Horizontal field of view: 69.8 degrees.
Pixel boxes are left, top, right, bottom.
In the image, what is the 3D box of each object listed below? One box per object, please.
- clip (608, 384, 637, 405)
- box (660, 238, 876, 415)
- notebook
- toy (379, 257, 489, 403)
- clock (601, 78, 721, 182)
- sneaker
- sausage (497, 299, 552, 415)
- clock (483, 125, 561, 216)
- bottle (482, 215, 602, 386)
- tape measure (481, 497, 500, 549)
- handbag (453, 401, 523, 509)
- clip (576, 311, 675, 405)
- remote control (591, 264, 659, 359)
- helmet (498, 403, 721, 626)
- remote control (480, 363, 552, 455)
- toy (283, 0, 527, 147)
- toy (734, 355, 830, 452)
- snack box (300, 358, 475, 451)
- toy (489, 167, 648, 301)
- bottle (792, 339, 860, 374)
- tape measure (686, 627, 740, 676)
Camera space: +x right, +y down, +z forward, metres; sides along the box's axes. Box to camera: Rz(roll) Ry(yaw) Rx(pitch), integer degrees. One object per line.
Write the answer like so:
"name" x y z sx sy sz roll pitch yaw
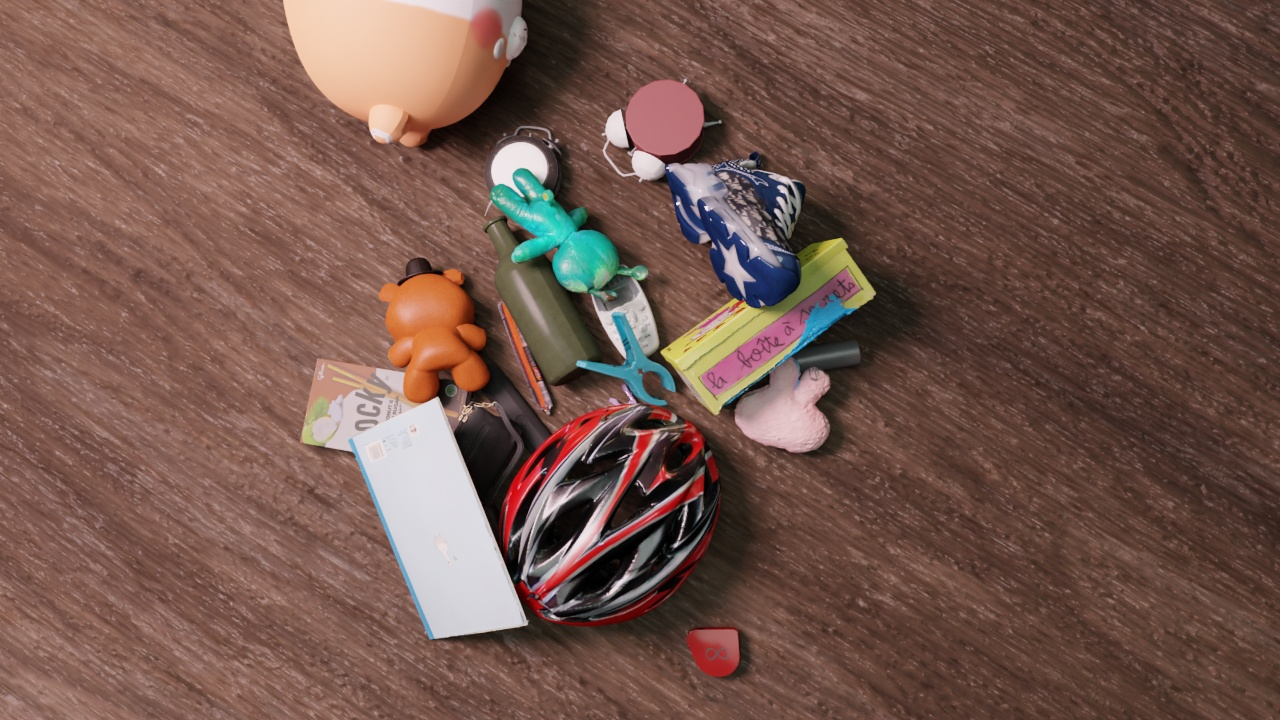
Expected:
"clip" -0.011 0.048 1.070 0.051 0.014 0.045 16 82 10
"box" 0.137 -0.041 1.009 0.221 0.124 0.080 -38 98 1
"notebook" -0.226 0.180 1.002 0.182 0.009 0.253 -21 91 40
"toy" -0.239 -0.041 1.057 0.112 0.096 0.176 -12 77 -11
"clock" 0.020 -0.273 1.088 0.137 0.048 0.096 -38 82 -1
"sneaker" 0.126 -0.157 0.987 0.132 0.269 0.103 -21 126 -6
"sausage" -0.137 -0.007 1.084 0.020 0.020 0.155 -23 82 1
"clock" -0.141 -0.228 1.098 0.091 0.044 0.122 8 84 6
"bottle" -0.121 -0.074 1.065 0.071 0.071 0.206 -30 82 0
"tape measure" -0.186 0.197 1.053 0.059 0.038 0.058 -24 82 1
"handbag" -0.188 0.106 1.032 0.079 0.054 0.128 34 84 -34
"clip" -0.014 0.016 1.034 0.120 0.027 0.103 38 84 -29
"remote control" -0.018 -0.054 1.075 0.060 0.028 0.114 -23 81 1
"helmet" -0.027 0.164 0.996 0.271 0.167 0.217 -44 90 -14
"remote control" -0.141 0.068 1.077 0.033 0.015 0.147 -39 82 -1
"toy" -0.258 -0.383 1.024 0.266 0.262 0.281 7 101 -2
"toy" 0.166 0.049 1.028 0.108 0.053 0.105 22 100 4
"snack box" -0.297 0.063 1.082 0.186 0.031 0.101 9 84 6
"toy" -0.084 -0.140 1.037 0.193 0.073 0.130 44 51 -2
"bottle" 0.192 -0.001 1.050 0.113 0.030 0.030 -10 82 4
"tape measure" 0.082 0.325 1.025 0.059 0.019 0.051 -4 85 11
